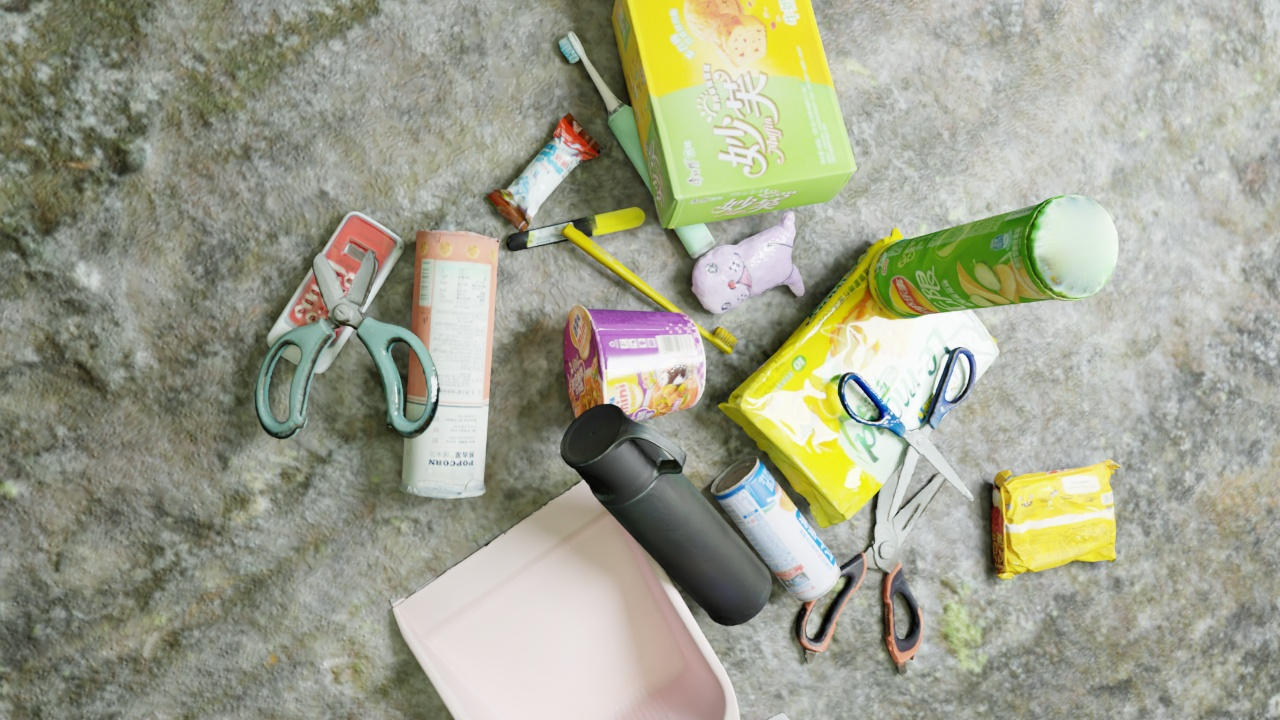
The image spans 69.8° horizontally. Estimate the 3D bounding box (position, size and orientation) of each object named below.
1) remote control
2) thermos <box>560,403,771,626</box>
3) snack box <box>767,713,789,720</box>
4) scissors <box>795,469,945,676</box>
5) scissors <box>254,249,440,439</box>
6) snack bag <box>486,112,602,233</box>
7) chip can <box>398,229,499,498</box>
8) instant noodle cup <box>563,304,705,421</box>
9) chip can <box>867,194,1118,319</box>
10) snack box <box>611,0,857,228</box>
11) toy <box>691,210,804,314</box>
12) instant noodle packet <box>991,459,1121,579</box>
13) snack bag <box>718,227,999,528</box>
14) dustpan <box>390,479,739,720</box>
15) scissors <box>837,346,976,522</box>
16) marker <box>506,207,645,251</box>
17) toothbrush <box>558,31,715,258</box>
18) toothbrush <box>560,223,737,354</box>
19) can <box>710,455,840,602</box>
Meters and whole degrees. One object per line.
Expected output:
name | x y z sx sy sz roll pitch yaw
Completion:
remote control | -0.253 -0.056 0.765 0.056 0.020 0.136 33 86 -12
thermos | 0.034 0.132 0.752 0.242 0.090 0.068 51 49 -36
snack box | 0.162 0.412 0.842 0.027 0.085 0.157 -22 97 -11
scissors | 0.228 0.202 0.881 0.189 0.015 0.226 -17 95 -10
scissors | -0.247 0.004 0.735 0.181 0.019 0.170 -30 84 8
snack bag | -0.082 -0.161 0.792 0.048 0.026 0.104 45 83 2
chip can | -0.158 0.002 0.761 0.071 0.071 0.214 3 92 -12
instant noodle cup | -0.005 0.005 0.781 0.099 0.112 0.111 -6 94 -21
chip can | 0.260 -0.073 0.702 0.072 0.221 0.072 0 89 -15
snack box | 0.075 -0.229 0.773 0.157 0.070 0.210 -11 80 -10
toy | 0.096 -0.079 0.827 0.108 0.039 0.084 -23 118 -11
instant noodle packet | 0.408 0.153 0.900 0.128 0.044 0.111 -7 101 -8
snack bag | 0.199 0.013 0.837 0.246 0.068 0.158 -46 101 -7
dustpan | -0.045 0.263 0.764 0.222 0.139 0.273 -36 100 -7
scissors | 0.246 0.059 0.808 0.173 0.012 0.162 44 82 -11
marker | -0.057 -0.115 0.806 0.124 0.015 0.018 -13 101 -8
toothbrush | -0.002 -0.189 0.806 0.027 0.026 0.224 -29 100 22
toothbrush | 0.010 -0.064 0.815 0.190 0.016 0.016 35 80 -15
can | 0.124 0.154 0.836 0.053 0.053 0.134 -39 100 -8
